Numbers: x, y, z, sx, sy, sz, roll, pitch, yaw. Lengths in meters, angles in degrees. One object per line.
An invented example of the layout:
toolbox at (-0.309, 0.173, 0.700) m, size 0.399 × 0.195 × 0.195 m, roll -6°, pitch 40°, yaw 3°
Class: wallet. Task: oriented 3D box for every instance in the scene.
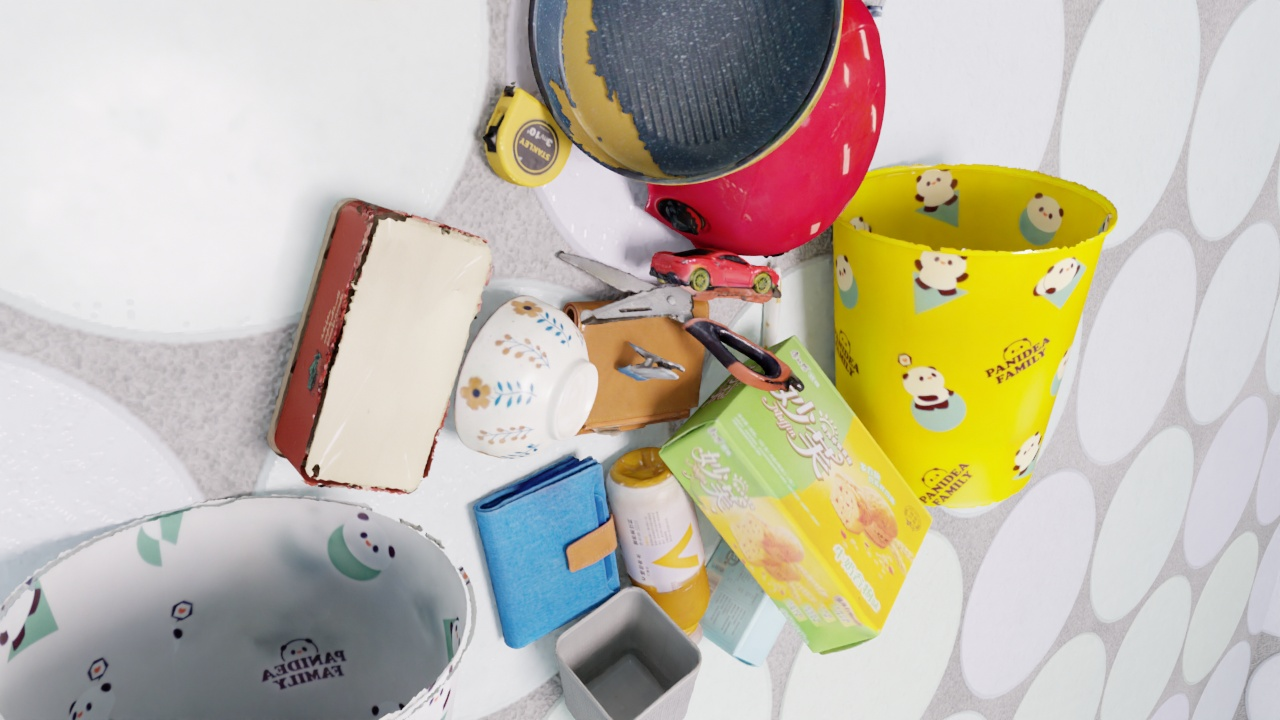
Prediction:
wallet at (-0.069, 0.149, 0.714) m, size 0.106 × 0.040 × 0.133 m, roll -22°, pitch 120°, yaw -28°
wallet at (-0.004, 0.004, 0.719) m, size 0.131 × 0.031 × 0.108 m, roll -6°, pitch 107°, yaw -37°

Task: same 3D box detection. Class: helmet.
helmet at (0.103, -0.176, 0.673) m, size 0.206 × 0.144 × 0.240 m, roll -47°, pitch 130°, yaw -20°

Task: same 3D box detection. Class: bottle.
bottle at (0.020, 0.164, 0.770) m, size 0.067 × 0.068 × 0.190 m, roll -29°, pitch 122°, yaw -29°

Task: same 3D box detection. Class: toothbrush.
toothbrush at (0.119, 0.005, 0.833) m, size 0.018 × 0.016 × 0.191 m, roll -20°, pitch 118°, yaw -46°

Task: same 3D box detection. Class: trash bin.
trash bin at (0.277, -0.022, 0.827) m, size 0.229 × 0.230 × 0.256 m, roll -22°, pitch 124°, yaw -33°
trash bin at (-0.214, 0.240, 0.508) m, size 0.229 × 0.230 × 0.252 m, roll -9°, pitch 116°, yaw -38°

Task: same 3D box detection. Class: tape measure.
tape measure at (-0.076, -0.144, 0.608) m, size 0.060 × 0.029 × 0.057 m, roll 25°, pitch 88°, yaw -42°

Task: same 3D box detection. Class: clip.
clip at (0.010, 0.003, 0.674) m, size 0.027 × 0.058 × 0.045 m, roll 32°, pitch 80°, yaw -35°

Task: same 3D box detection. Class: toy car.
toy car at (0.059, -0.068, 0.692) m, size 0.106 × 0.049 × 0.031 m, roll 2°, pitch 102°, yaw -35°

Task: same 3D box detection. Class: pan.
pan at (0.002, -0.283, 0.547) m, size 0.078 × 0.198 × 0.357 m, roll -20°, pitch 96°, yaw -70°

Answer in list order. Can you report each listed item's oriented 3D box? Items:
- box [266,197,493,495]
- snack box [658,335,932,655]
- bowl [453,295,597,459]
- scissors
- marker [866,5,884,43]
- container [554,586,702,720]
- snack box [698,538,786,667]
box at (-0.153, -0.006, 0.558) m, size 0.091 × 0.080 × 0.168 m, roll 14°, pitch 97°, yaw -41°
snack box at (0.133, 0.104, 0.747) m, size 0.210 × 0.070 × 0.157 m, roll 53°, pitch 42°, yaw -4°
bowl at (-0.068, 0.019, 0.620) m, size 0.113 × 0.062 × 0.114 m, roll -51°, pitch 154°, yaw -38°
scissors at (0.042, -0.040, 0.708) m, size 0.226 × 0.015 × 0.188 m, roll 37°, pitch 40°, yaw -7°
marker at (0.199, -0.244, 0.811) m, size 0.022 × 0.018 × 0.131 m, roll -11°, pitch 112°, yaw -27°
container at (-0.011, 0.264, 0.751) m, size 0.090 × 0.090 × 0.114 m, roll -30°, pitch 145°, yaw -27°
snack box at (0.114, 0.188, 0.854) m, size 0.051 × 0.074 × 0.174 m, roll 36°, pitch 81°, yaw -42°
